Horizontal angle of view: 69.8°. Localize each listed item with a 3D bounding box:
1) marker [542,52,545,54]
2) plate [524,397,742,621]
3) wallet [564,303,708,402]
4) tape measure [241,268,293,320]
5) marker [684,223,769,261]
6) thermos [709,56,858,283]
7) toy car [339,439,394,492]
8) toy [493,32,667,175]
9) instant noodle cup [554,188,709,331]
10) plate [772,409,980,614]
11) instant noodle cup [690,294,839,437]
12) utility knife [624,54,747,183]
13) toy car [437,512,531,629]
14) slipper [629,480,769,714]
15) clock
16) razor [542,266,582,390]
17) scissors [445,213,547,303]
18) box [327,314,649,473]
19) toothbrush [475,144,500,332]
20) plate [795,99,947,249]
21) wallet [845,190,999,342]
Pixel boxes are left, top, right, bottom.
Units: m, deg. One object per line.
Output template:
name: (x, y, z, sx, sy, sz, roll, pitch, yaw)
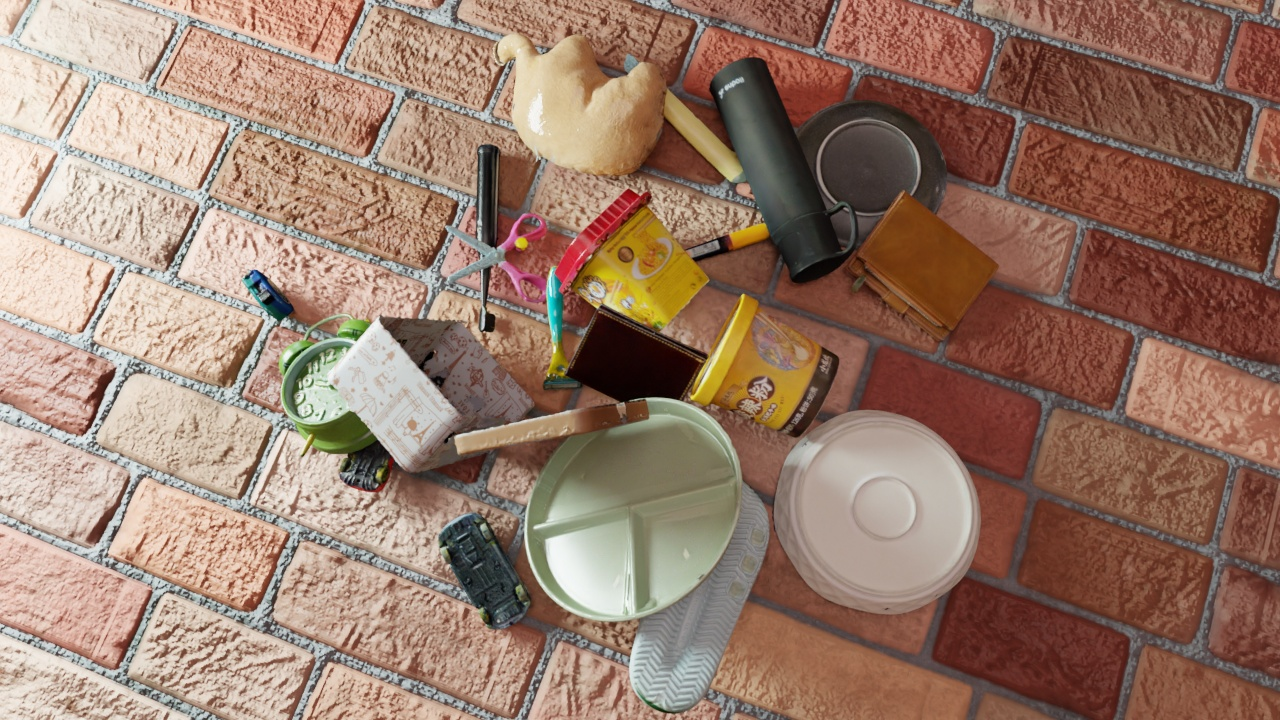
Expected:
marker: (-0.061, -0.316, 1.046, 0.132, 0.020, 0.022, 27, 64, 9)
plate: (-0.007, 0.141, 0.885, 0.231, 0.027, 0.229, -14, 53, 20)
wallet: (-0.006, 0.005, 0.931, 0.122, 0.020, 0.097, 26, 122, -5)
tape measure: (-0.400, -0.068, 0.986, 0.025, 0.058, 0.054, -38, 82, -7)
marker: (0.081, -0.123, 0.998, 0.124, 0.015, 0.018, -18, 75, 1)
thermos: (0.156, -0.208, 0.978, 0.090, 0.068, 0.242, -27, 75, 23)
toy car: (-0.272, 0.086, 0.957, 0.049, 0.031, 0.106, 12, 66, 9)
toy: (-0.082, -0.285, 1.009, 0.226, 0.082, 0.143, 26, 89, 12)
instant noodle cup: (-0.006, -0.091, 0.943, 0.123, 0.116, 0.115, 44, 66, -1)
plate: (0.238, 0.148, 0.913, 0.205, 0.045, 0.204, 0, 77, 2)
instant noodle cup: (0.126, 0.011, 0.917, 0.114, 0.118, 0.118, 27, 80, -1)
utility knife: (0.051, -0.271, 1.030, 0.031, 0.021, 0.208, -41, 85, -10)
toy car: (-0.156, 0.211, 0.922, 0.054, 0.037, 0.120, -31, 88, -5)
slipper: (0.054, 0.218, 0.888, 0.104, 0.074, 0.244, 20, 62, 2)
clock: (-0.314, 0.019, 0.950, 0.116, 0.056, 0.161, -22, 58, 1)
razor: (-0.088, -0.035, 0.977, 0.043, 0.028, 0.132, -3, 81, -13)
scissors: (-0.147, -0.107, 0.987, 0.133, 0.017, 0.131, -32, 92, -25)
box: (-0.142, 0.045, 0.870, 0.272, 0.179, 0.133, 17, 96, 16)
toothbrush: (-0.168, -0.134, 1.006, 0.026, 0.027, 0.212, -13, 73, 45)
plate: (0.247, -0.208, 1.004, 0.179, 0.024, 0.179, -1, 77, 2)
wallet: (0.293, -0.094, 0.963, 0.130, 0.035, 0.119, 38, 86, -2)
